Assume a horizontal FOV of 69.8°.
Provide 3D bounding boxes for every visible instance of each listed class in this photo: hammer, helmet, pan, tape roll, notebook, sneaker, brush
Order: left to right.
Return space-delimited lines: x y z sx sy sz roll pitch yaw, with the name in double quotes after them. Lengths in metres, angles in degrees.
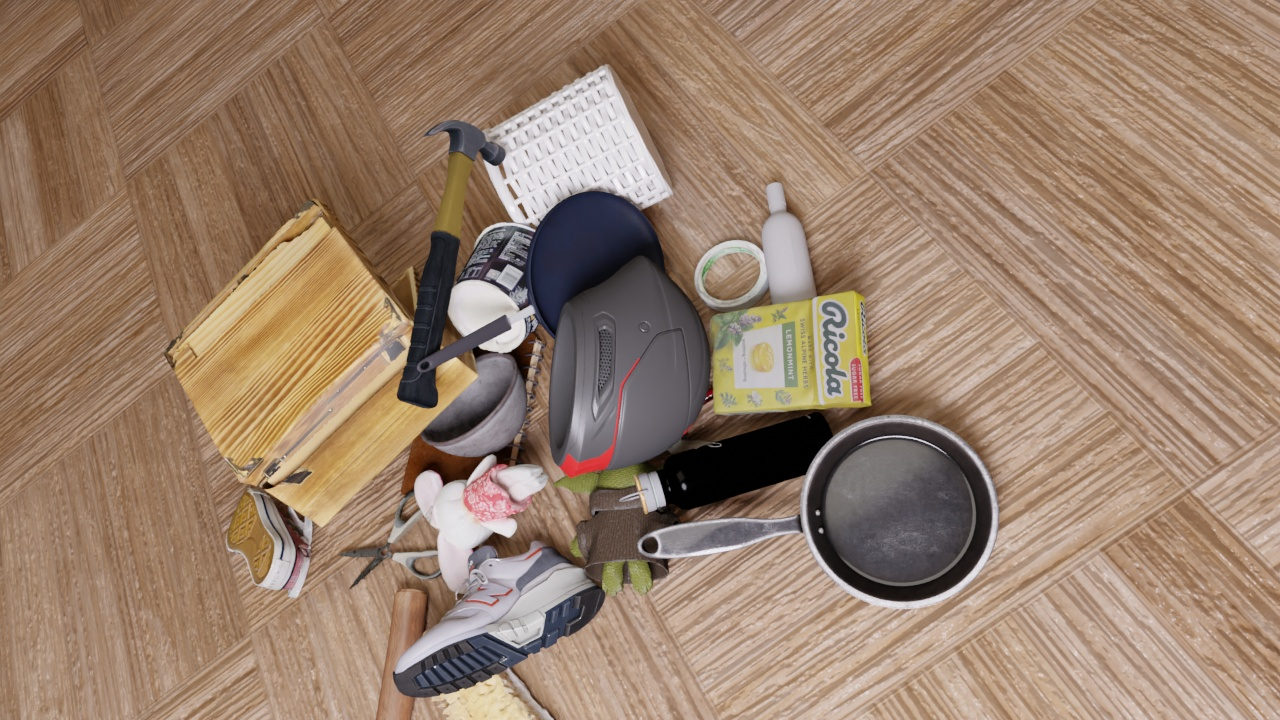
-0.478 0.238 1.210 0.241 0.087 0.118 23 90 53 "sneaker"
-0.294 0.417 1.070 0.158 0.037 0.300 -6 65 22 "hammer"
-0.223 -0.114 1.028 0.025 0.117 0.332 0 75 31 "hammer"
-0.216 0.072 1.200 0.168 0.024 0.225 -1 67 25 "notebook"
-0.169 0.271 1.015 0.239 0.089 0.124 -16 43 -25 "sneaker"
-0.150 0.396 1.001 0.083 0.056 0.271 -46 57 -5 "brush"
-0.110 -0.070 1.071 0.355 0.199 0.021 -31 21 -32 "pan"
-0.006 0.006 1.029 0.169 0.165 0.264 6 65 -16 "helmet"
0.113 -0.104 1.132 0.094 0.018 0.093 -10 64 20 "tape roll"
0.173 0.164 0.929 0.357 0.055 0.187 -11 79 15 "pan"

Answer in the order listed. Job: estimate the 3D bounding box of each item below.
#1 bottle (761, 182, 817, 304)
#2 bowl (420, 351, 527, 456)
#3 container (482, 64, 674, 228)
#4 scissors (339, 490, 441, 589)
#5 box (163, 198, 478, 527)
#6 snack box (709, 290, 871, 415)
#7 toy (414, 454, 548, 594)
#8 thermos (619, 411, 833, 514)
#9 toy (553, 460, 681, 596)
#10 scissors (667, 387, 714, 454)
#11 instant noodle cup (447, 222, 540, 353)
0.174 -0.127 1.093 0.052 0.052 0.195 -15 62 18 "bottle"
-0.191 0.065 1.120 0.145 0.067 0.144 -25 36 20 "bowl"
-0.080 -0.255 1.190 0.187 0.189 0.189 -26 59 10 "container"
-0.309 0.236 1.167 0.158 0.012 0.168 20 89 26 "scissors"
-0.389 0.000 1.112 0.279 0.263 0.269 -42 30 5 "box"
0.157 -0.004 1.002 0.181 0.045 0.121 -7 78 33 "snack box"
-0.192 0.173 1.082 0.195 0.084 0.159 -37 73 29 "toy"
0.089 0.115 0.974 0.231 0.061 0.061 -16 60 -5 "thermos"
-0.013 0.183 1.023 0.179 0.078 0.152 -8 57 17 "toy"
0.058 0.079 1.075 0.179 0.015 0.195 37 87 33 "scissors"
-0.168 -0.084 1.128 0.137 0.137 0.112 1 37 25 "instant noodle cup"
